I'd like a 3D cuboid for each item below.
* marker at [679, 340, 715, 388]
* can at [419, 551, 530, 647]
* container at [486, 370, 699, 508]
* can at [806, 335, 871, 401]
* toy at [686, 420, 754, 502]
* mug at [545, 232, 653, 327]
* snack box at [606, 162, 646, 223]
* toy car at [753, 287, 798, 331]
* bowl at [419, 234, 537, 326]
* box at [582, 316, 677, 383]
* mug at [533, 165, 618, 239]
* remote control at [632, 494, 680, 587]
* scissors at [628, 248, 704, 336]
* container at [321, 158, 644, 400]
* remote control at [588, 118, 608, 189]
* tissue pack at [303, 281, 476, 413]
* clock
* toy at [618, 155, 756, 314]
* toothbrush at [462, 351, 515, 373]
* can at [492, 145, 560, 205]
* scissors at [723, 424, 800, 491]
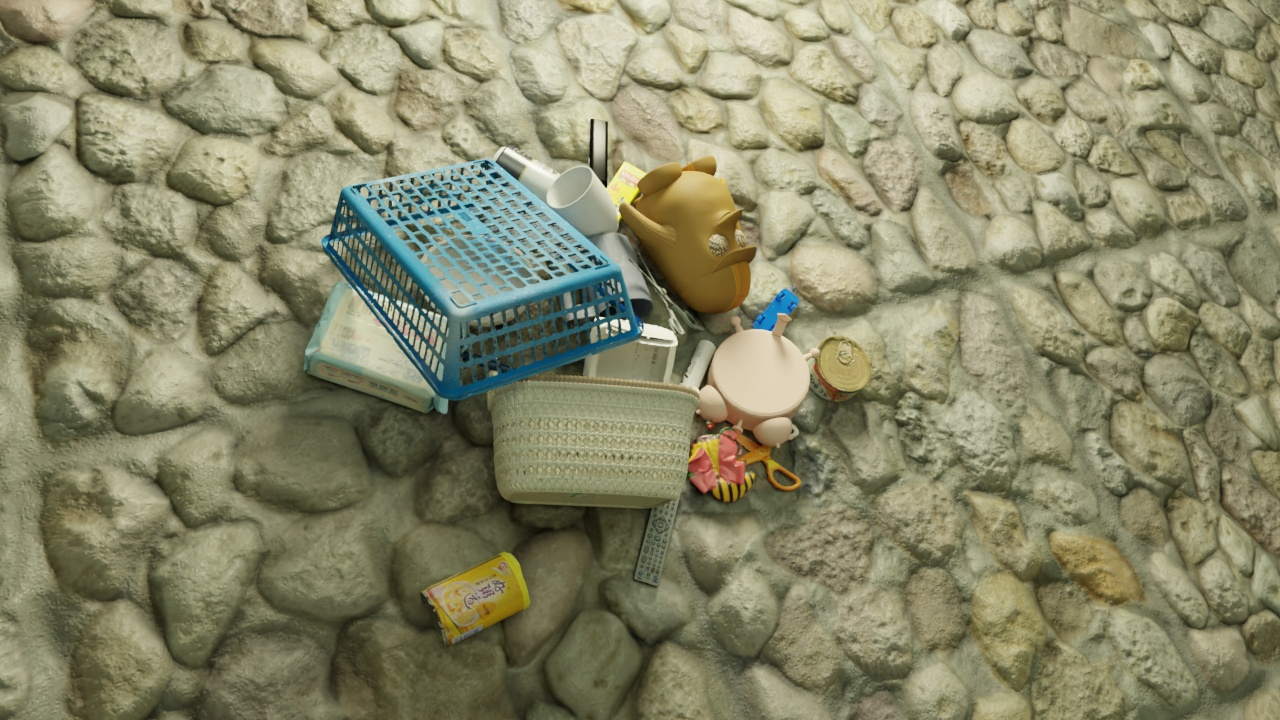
[{"bbox_3d":[0.067,0.027,1.215,0.025,0.025,0.125,28,60,-3],"label":"marker"},{"bbox_3d":[-0.178,0.259,0.999,0.104,0.068,0.067,-22,73,-25],"label":"can"},{"bbox_3d":[-0.057,0.092,1.061,0.246,0.185,0.142,5,73,-13],"label":"container"},{"bbox_3d":[0.274,0.012,1.278,0.086,0.043,0.086,7,63,-15],"label":"can"},{"bbox_3d":[0.098,0.132,1.161,0.084,0.046,0.103,-36,89,-17],"label":"toy"},{"bbox_3d":[-0.056,-0.101,1.206,0.123,0.084,0.104,-11,68,-20],"label":"mug"},{"bbox_3d":[-0.040,-0.216,1.296,0.040,0.029,0.147,30,60,-2],"label":"snack box"},{"bbox_3d":[0.196,-0.073,1.313,0.033,0.062,0.092,40,90,2],"label":"toy car"},{"bbox_3d":[-0.209,-0.093,1.169,0.149,0.043,0.149,8,51,-10],"label":"bowl"},{"bbox_3d":[-0.005,-0.004,1.118,0.108,0.137,0.126,10,102,-12],"label":"box"},{"bbox_3d":[-0.085,-0.190,1.211,0.107,0.089,0.071,-28,45,15],"label":"mug"},{"bbox_3d":[0.022,0.206,1.119,0.033,0.013,0.136,20,61,-8],"label":"remote control"},{"bbox_3d":[0.037,-0.079,1.207,0.173,0.014,0.141,34,28,-50],"label":"scissors"},{"bbox_3d":[-0.192,-0.121,1.067,0.256,0.089,0.362,-20,44,-30],"label":"container"},{"bbox_3d":[-0.061,-0.306,1.344,0.028,0.012,0.124,7,63,-15],"label":"remote control"},{"bbox_3d":[-0.299,-0.013,1.093,0.182,0.070,0.111,20,61,-10],"label":"tissue pack"},{"bbox_3d":[0.156,0.023,1.206,0.131,0.086,0.160,23,69,6],"label":"clock"},{"bbox_3d":[0.081,-0.162,1.243,0.198,0.163,0.203,-20,83,-39],"label":"toy"},{"bbox_3d":[-0.152,0.017,1.156,0.167,0.014,0.014,19,72,-9],"label":"toothbrush"},{"bbox_3d":[-0.144,-0.238,1.254,0.127,0.064,0.064,30,60,-2],"label":"can"},{"bbox_3d":[0.164,0.118,1.209,0.125,0.011,0.127,35,61,3],"label":"scissors"}]
